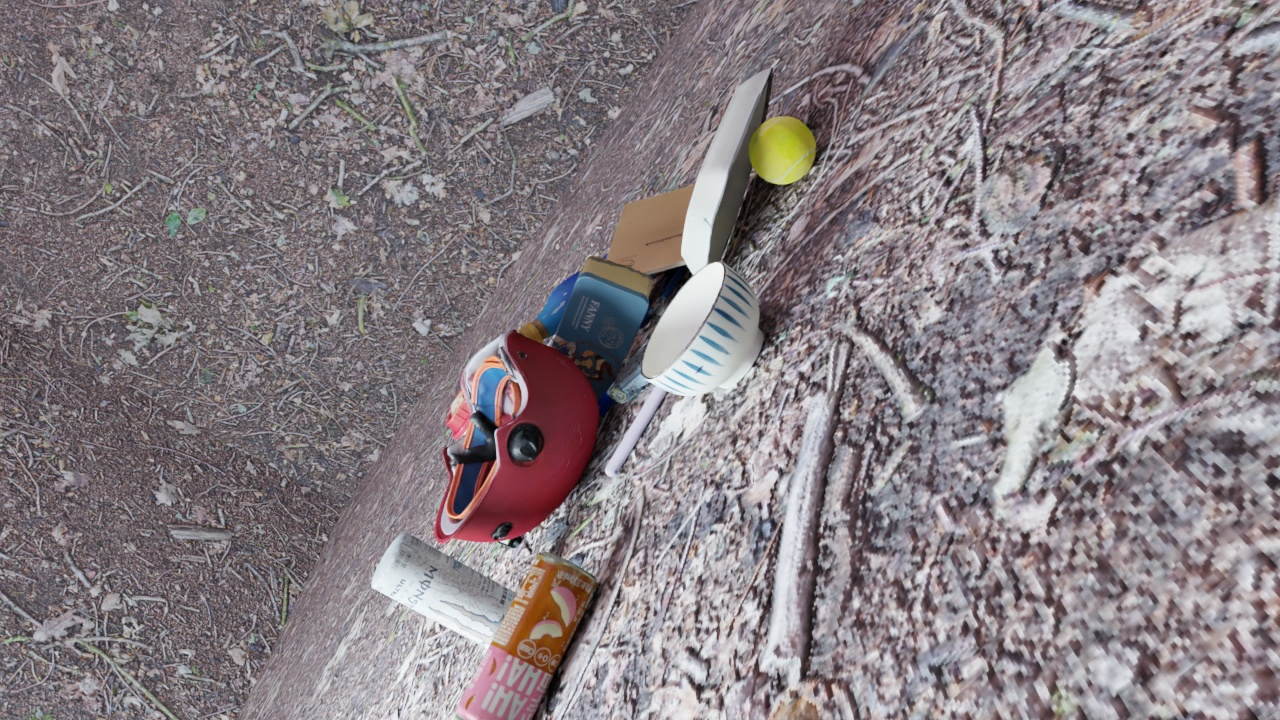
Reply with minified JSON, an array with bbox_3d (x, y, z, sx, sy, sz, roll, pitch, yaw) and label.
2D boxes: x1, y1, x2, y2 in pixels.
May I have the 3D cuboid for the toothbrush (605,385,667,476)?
[{"bbox_3d":[0.015,0.030,0.900,0.021,0.029,0.189,25,81,37],"label":"toothbrush"}]

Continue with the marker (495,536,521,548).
[{"bbox_3d":[-0.164,0.214,1.107,0.018,0.015,0.124,-61,18,-16],"label":"marker"}]

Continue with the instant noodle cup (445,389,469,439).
[{"bbox_3d":[-0.185,0.070,1.254,0.116,0.124,0.116,-54,15,8],"label":"instant noodle cup"}]

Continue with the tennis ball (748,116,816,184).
[{"bbox_3d":[0.139,-0.207,0.903,0.066,0.065,0.065,-51,16,20],"label":"tennis ball"}]

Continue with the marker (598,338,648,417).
[{"bbox_3d":[-0.006,0.006,1.024,0.146,0.017,0.016,-52,15,20],"label":"marker"}]

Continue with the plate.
[{"bbox_3d":[0.089,-0.194,0.957,0.162,0.034,0.264,95,-166,-52],"label":"plate"}]

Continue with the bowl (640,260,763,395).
[{"bbox_3d":[0.059,-0.018,0.766,0.117,0.066,0.116,-51,17,22],"label":"bowl"}]

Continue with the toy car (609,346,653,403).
[{"bbox_3d":[0.004,0.009,0.955,0.106,0.031,0.048,-43,21,48],"label":"toy car"}]

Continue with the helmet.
[{"bbox_3d":[-0.125,0.093,0.992,0.207,0.144,0.239,-26,49,60],"label":"helmet"}]

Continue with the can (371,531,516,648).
[{"bbox_3d":[-0.176,0.220,0.864,0.058,0.146,0.058,-51,15,20],"label":"can"}]

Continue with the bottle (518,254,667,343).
[{"bbox_3d":[-0.058,-0.087,1.142,0.218,0.065,0.065,-37,8,-20],"label":"bottle"}]

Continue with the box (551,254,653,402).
[{"bbox_3d":[-0.049,-0.039,1.049,0.061,0.090,0.185,-75,6,-49],"label":"box"}]

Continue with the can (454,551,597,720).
[{"bbox_3d":[-0.091,0.232,0.742,0.147,0.058,0.058,-62,16,-19],"label":"can"}]

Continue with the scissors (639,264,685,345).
[{"bbox_3d":[0.017,-0.059,1.067,0.161,0.012,0.163,-43,14,55],"label":"scissors"}]

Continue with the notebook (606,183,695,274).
[{"bbox_3d":[0.032,-0.162,1.119,0.148,0.008,0.207,-14,32,19],"label":"notebook"}]
